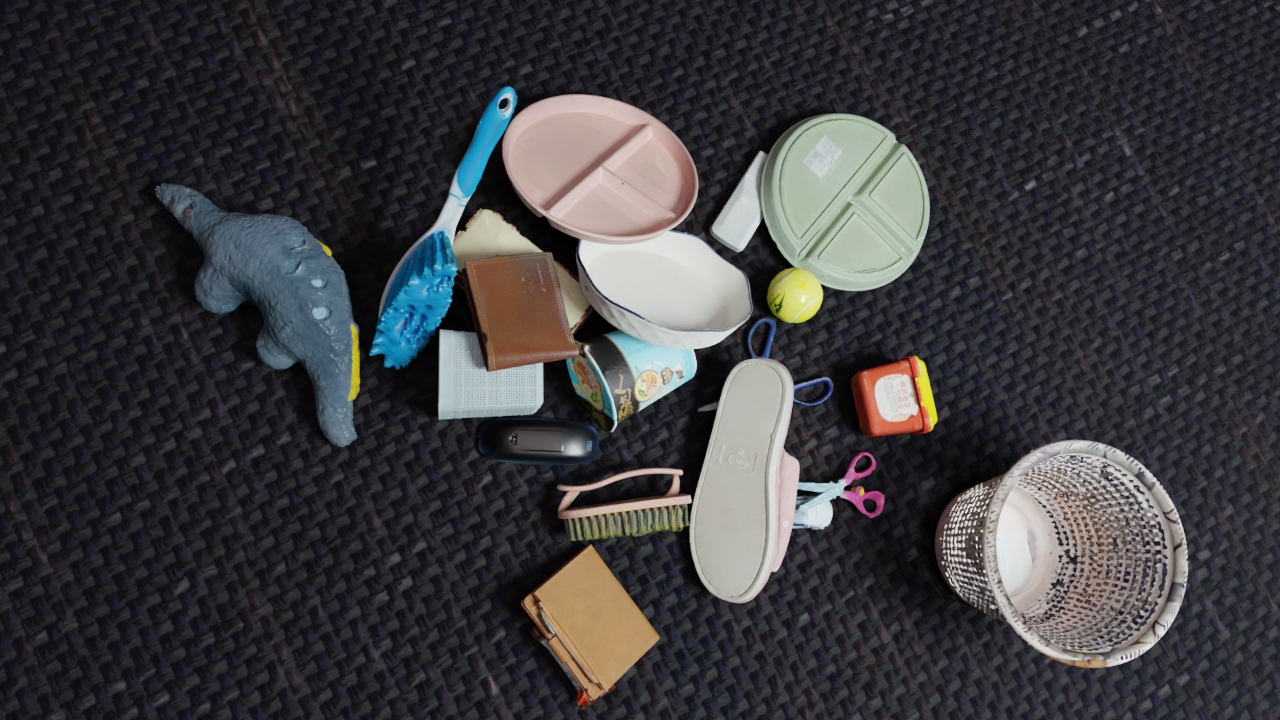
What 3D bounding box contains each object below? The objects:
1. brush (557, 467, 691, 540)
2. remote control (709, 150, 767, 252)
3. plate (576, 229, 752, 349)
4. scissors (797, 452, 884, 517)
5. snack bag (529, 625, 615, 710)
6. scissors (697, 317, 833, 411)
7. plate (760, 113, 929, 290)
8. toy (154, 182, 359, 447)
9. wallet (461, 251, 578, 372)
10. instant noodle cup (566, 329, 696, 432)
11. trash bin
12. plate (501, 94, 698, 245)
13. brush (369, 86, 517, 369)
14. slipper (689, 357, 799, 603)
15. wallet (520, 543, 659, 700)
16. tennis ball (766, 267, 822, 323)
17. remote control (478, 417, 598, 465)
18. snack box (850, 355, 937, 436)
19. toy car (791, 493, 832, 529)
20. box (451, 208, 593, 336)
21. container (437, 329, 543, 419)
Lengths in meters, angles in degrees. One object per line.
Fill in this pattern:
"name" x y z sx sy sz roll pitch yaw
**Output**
"brush" -0.020 0.159 1.019 0.145 0.063 0.073 -5 85 -8
"remote control" 0.134 -0.194 1.122 0.049 0.024 0.124 33 76 -4
"plate" 0.023 -0.084 1.024 0.205 0.046 0.204 14 37 -11
"scissors" 0.231 0.141 1.069 0.137 0.017 0.093 11 77 -25
"snack bag" -0.074 0.325 1.001 0.048 0.026 0.104 -31 86 -21
"scissors" 0.151 0.032 1.093 0.162 0.012 0.175 7 80 -8
"plate" 0.258 -0.199 1.129 0.230 0.027 0.230 3 80 -16
"toy" -0.392 -0.077 0.991 0.138 0.091 0.356 -40 87 15
"wallet" -0.127 -0.053 0.973 0.101 0.032 0.124 -11 77 -22
"instant noodle cup" -0.006 0.006 1.028 0.120 0.111 0.111 -25 85 -20
"trash bin" 0.438 0.209 1.016 0.227 0.192 0.227 2 80 -9
"plate" -0.046 -0.219 1.054 0.229 0.028 0.229 8 55 -12
"brush" -0.203 -0.130 0.948 0.060 0.315 0.109 19 38 -29
"slipper" 0.122 0.133 1.031 0.114 0.054 0.274 5 85 34
"wallet" -0.053 0.282 0.995 0.107 0.031 0.132 -36 88 -36
"tennis ball" 0.183 -0.077 1.089 0.065 0.065 0.065 2 80 -9
"remote control" -0.114 0.091 1.034 0.136 0.024 0.053 3 81 -9
"snack box" 0.296 0.046 1.081 0.080 0.082 0.091 -10 81 -1
"toy car" 0.179 0.176 1.063 0.090 0.034 0.043 1 77 -11
"box" -0.135 -0.090 1.034 0.168 0.077 0.091 38 77 -2
"container" -0.165 0.017 1.006 0.111 0.090 0.090 1 81 -12
